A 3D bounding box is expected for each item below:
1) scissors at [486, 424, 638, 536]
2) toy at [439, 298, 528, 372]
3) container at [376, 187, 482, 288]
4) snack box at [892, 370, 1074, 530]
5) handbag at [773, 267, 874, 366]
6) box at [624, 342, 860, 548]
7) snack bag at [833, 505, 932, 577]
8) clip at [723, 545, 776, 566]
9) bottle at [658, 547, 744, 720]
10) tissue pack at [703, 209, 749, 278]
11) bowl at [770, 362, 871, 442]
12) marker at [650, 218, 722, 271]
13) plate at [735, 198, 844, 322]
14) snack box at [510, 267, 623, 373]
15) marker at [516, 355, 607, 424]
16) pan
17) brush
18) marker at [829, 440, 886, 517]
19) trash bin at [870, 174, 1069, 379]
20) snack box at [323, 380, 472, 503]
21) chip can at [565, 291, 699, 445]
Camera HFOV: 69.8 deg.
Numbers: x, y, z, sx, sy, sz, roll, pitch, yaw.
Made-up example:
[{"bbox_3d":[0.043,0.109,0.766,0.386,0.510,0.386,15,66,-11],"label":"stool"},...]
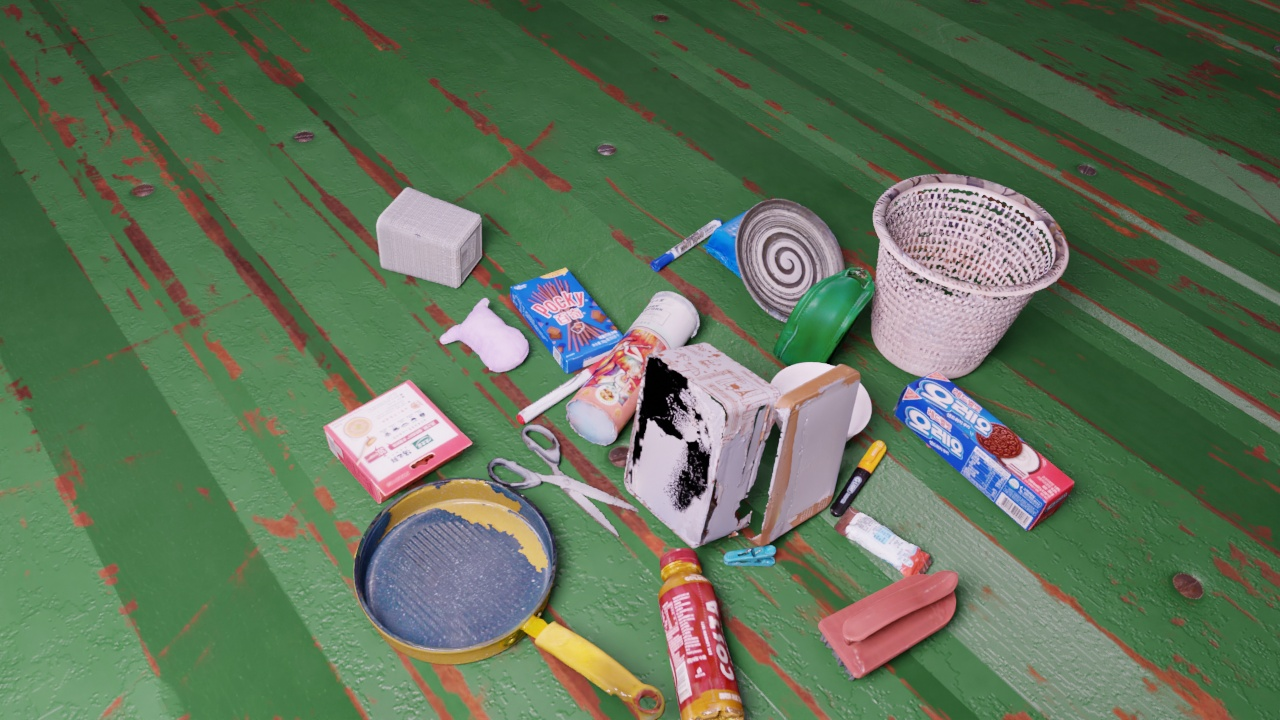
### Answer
[{"bbox_3d":[-0.089,0.132,1.020,0.159,0.014,0.170,-5,48,-10],"label":"scissors"},{"bbox_3d":[-0.188,-0.026,1.144,0.108,0.039,0.083,37,68,21],"label":"toy"},{"bbox_3d":[-0.279,-0.162,1.233,0.114,0.090,0.090,19,48,8],"label":"container"},{"bbox_3d":[0.390,0.099,1.061,0.058,0.057,0.207,-24,52,-29],"label":"snack box"},{"bbox_3d":[0.228,-0.048,1.139,0.068,0.132,0.119,34,48,13],"label":"handbag"},{"bbox_3d":[0.113,0.077,0.968,0.192,0.183,0.157,-14,36,-38],"label":"box"},{"bbox_3d":[0.259,0.196,0.978,0.104,0.026,0.048,30,45,23],"label":"snack bag"},{"bbox_3d":[0.114,0.206,0.961,0.057,0.049,0.015,-6,49,1],"label":"clip"},{"bbox_3d":[0.052,0.263,0.874,0.057,0.058,0.174,-4,47,-9],"label":"bottle"},{"bbox_3d":[0.172,-0.167,1.300,0.156,0.052,0.095,-32,59,-30],"label":"tissue pack"},{"bbox_3d":[0.203,0.066,1.071,0.118,0.065,0.118,3,46,-3],"label":"bowl"},{"bbox_3d":[0.068,-0.167,1.315,0.017,0.017,0.145,35,53,26],"label":"marker"},{"bbox_3d":[0.199,-0.131,1.241,0.179,0.024,0.179,8,71,-25],"label":"plate"},{"bbox_3d":[-0.096,-0.055,1.187,0.084,0.026,0.157,-23,52,-23],"label":"snack box"},{"bbox_3d":[-0.090,0.035,1.109,0.144,0.017,0.017,-34,57,-31],"label":"marker"},{"bbox_3d":[-0.121,0.234,0.873,0.357,0.078,0.197,33,53,24],"label":"pan"},{"bbox_3d":[0.250,0.250,0.896,0.145,0.069,0.063,-20,52,-22],"label":"brush"},{"bbox_3d":[0.249,0.134,1.045,0.018,0.015,0.123,26,51,24],"label":"marker"},{"bbox_3d":[0.383,-0.091,1.146,0.227,0.192,0.227,2,46,-2],"label":"trash bin"},{"bbox_3d":[-0.266,0.095,1.017,0.113,0.044,0.127,-32,55,-31],"label":"snack box"},{"bbox_3d":[-0.007,0.006,1.107,0.071,0.071,0.214,24,50,17],"label":"chip can"}]
